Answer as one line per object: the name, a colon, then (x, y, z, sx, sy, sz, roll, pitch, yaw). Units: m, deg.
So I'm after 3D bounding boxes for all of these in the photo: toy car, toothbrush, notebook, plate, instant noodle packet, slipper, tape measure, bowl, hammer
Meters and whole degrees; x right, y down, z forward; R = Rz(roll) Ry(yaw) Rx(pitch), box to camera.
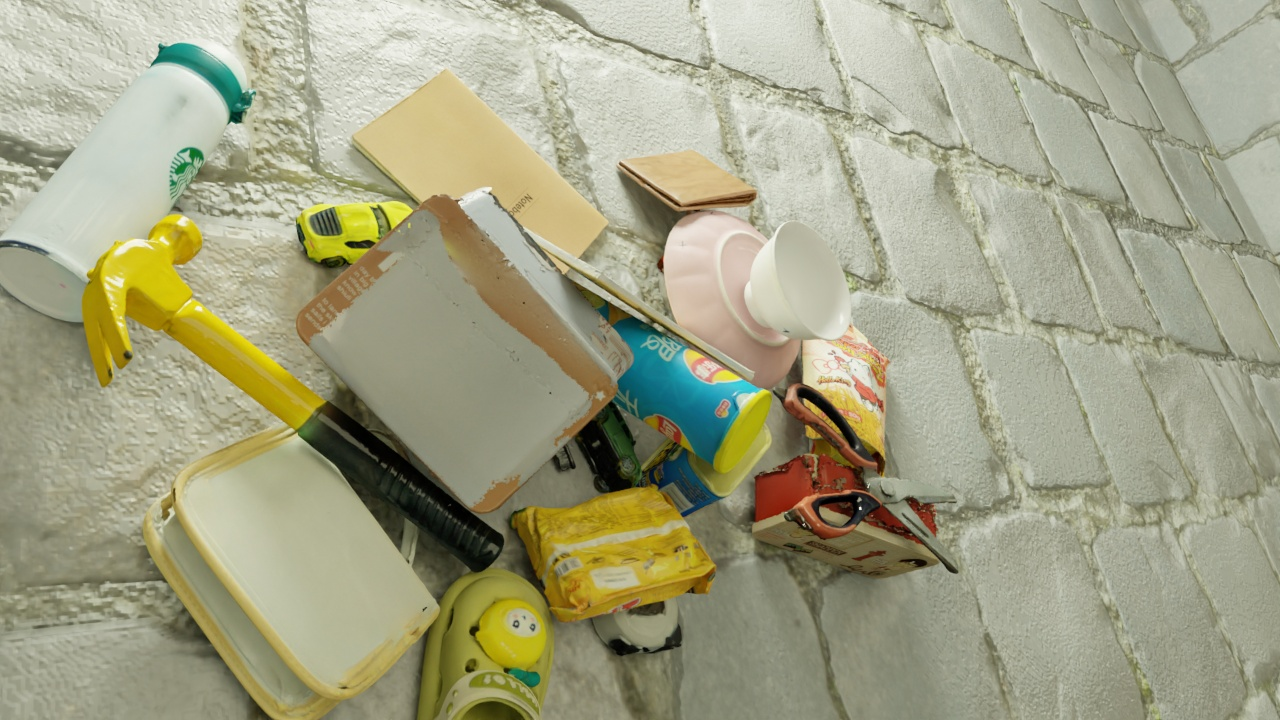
toy car: (-0.212, -0.102, 0.711, 0.105, 0.032, 0.048, -11, 72, -43)
toothbrush: (-0.103, 0.007, 0.747, 0.016, 0.014, 0.189, -28, 82, -20)
notebook: (-0.135, -0.158, 0.820, 0.207, 0.008, 0.147, 43, 47, -10)
plate: (0.103, -0.065, 0.908, 0.192, 0.039, 0.192, 22, 57, -39)
instant noodle packet: (-0.021, 0.141, 0.675, 0.128, 0.044, 0.110, -6, 36, -28)
slipper: (-0.092, 0.223, 0.584, 0.091, 0.082, 0.190, 27, 54, -27)
notebook: (-0.009, -0.050, 0.748, 0.206, 0.010, 0.146, 30, 3, -45)
tape measure: (-0.003, 0.191, 0.703, 0.066, 0.034, 0.065, 9, 58, -35)
toy car: (-0.028, 0.066, 0.749, 0.036, 0.043, 0.091, -16, 76, -42)
bowl: (0.138, -0.064, 0.862, 0.118, 0.065, 0.118, 23, 56, -39)
hammer: (-0.206, 0.036, 0.575, 0.300, 0.033, 0.128, 43, 26, -19)

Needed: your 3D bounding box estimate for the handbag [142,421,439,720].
handbag: (-0.199, 0.118, 0.585, 0.163, 0.063, 0.178, 53, 31, 0)

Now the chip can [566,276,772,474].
chip can: (-0.004, 0.004, 0.718, 0.210, 0.071, 0.071, 31, 42, 20)

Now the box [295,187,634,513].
box: (-0.117, -0.004, 0.623, 0.182, 0.151, 0.165, 49, 33, -4)

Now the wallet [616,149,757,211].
wallet: (0.048, -0.185, 0.941, 0.115, 0.020, 0.101, -16, 45, -41)

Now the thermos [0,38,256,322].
thermos: (-0.331, -0.130, 0.609, 0.073, 0.073, 0.223, 30, 50, -21)

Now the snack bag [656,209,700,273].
snack bag: (0.048, -0.115, 0.924, 0.048, 0.026, 0.103, 52, 41, -30)

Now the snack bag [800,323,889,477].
snack bag: (0.213, 0.030, 0.954, 0.128, 0.073, 0.207, 33, 42, -18)

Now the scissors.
scissors: (0.195, 0.103, 0.795, 0.224, 0.015, 0.188, 1, 58, -37)

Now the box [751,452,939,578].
box: (0.191, 0.138, 0.845, 0.168, 0.092, 0.078, 22, 56, -27)

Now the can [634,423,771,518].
can: (0.052, 0.085, 0.771, 0.057, 0.083, 0.101, 51, 46, -3)
